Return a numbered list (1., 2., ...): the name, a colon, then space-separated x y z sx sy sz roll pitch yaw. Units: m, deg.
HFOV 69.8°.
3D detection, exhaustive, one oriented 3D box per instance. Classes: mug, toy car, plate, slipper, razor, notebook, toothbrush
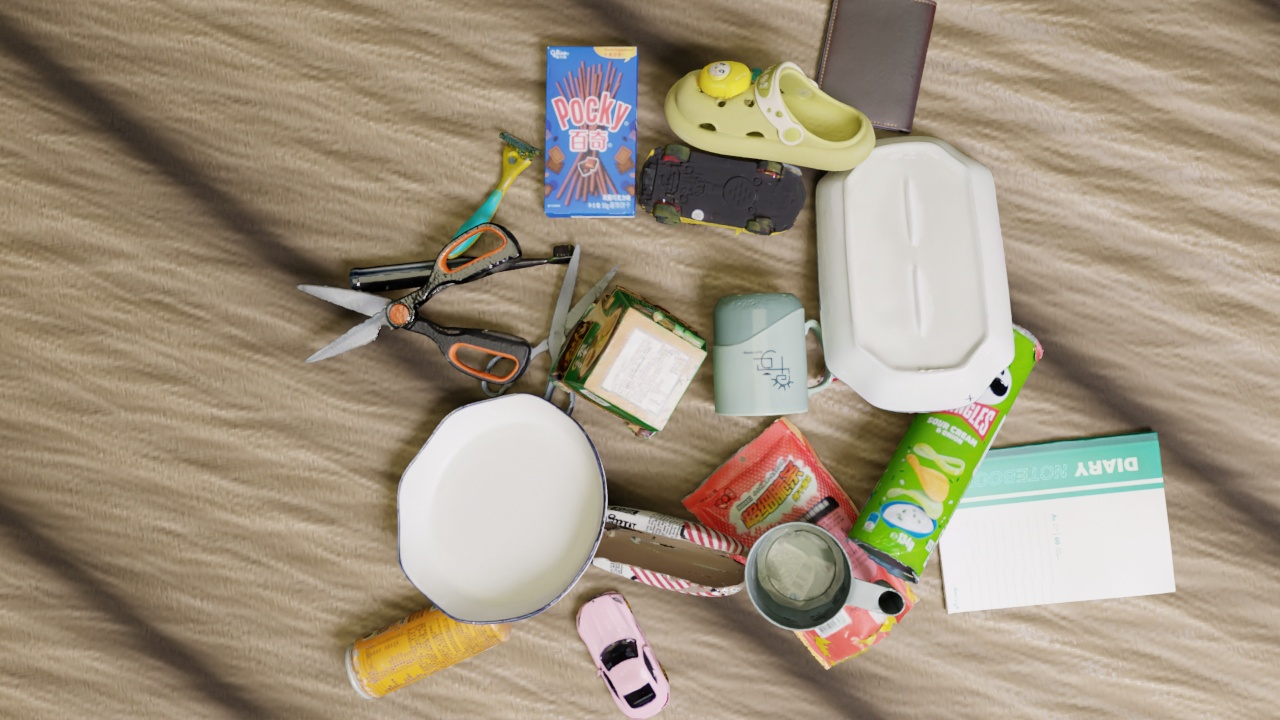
1. mug: 0.121 -0.006 0.828 0.111 0.082 0.106 -2 90 -10
2. toy car: 0.073 -0.154 0.845 0.156 0.041 0.071 9 91 5
3. plate: -0.121 0.133 0.823 0.205 0.045 0.204 -6 71 17
4. slipper: 0.118 -0.228 0.809 0.190 0.082 0.091 15 52 6
5. razor: -0.144 -0.150 0.861 0.043 0.028 0.132 31 87 16
6. notebook: 0.380 0.150 0.851 0.209 0.012 0.150 -7 90 3
7. toy car: -0.017 0.277 0.858 0.056 0.037 0.122 -28 88 1
8. toothbrush: -0.166 -0.087 0.866 0.212 0.026 0.027 -7 69 -1
9. plate: 0.237 -0.087 0.801 0.162 0.034 0.265 -2 72 10
10. mug: 0.151 0.180 0.757 0.124 0.103 0.083 15 85 12

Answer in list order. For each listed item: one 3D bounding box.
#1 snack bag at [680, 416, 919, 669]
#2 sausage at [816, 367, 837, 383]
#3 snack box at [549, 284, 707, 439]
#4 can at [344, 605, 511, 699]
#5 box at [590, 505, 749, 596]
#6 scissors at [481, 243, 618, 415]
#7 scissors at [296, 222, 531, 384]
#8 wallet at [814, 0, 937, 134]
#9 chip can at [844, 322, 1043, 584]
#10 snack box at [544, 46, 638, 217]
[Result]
1. snack bag: 0.148 0.169 0.839 0.128 0.073 0.208 -39 84 4
2. sausage: 0.231 -0.020 0.852 0.156 0.020 0.020 -30 89 3
3. snack box: -0.005 0.005 0.809 0.118 0.105 0.117 30 92 -9
4. can: -0.196 0.261 0.854 0.146 0.058 0.058 -24 89 3
5. box: 0.022 0.154 0.817 0.164 0.074 0.079 7 102 32
6. scissors: -0.081 -0.017 0.864 0.159 0.014 0.172 -17 92 5
7. scissors: -0.198 -0.050 0.848 0.221 0.021 0.224 33 95 -1
8. wallet: 0.215 -0.278 0.850 0.096 0.020 0.122 11 92 7
9. chip can: 0.265 0.075 0.800 0.072 0.072 0.235 32 79 2
10. snack box: -0.046 -0.213 0.858 0.084 0.026 0.157 1 91 3
